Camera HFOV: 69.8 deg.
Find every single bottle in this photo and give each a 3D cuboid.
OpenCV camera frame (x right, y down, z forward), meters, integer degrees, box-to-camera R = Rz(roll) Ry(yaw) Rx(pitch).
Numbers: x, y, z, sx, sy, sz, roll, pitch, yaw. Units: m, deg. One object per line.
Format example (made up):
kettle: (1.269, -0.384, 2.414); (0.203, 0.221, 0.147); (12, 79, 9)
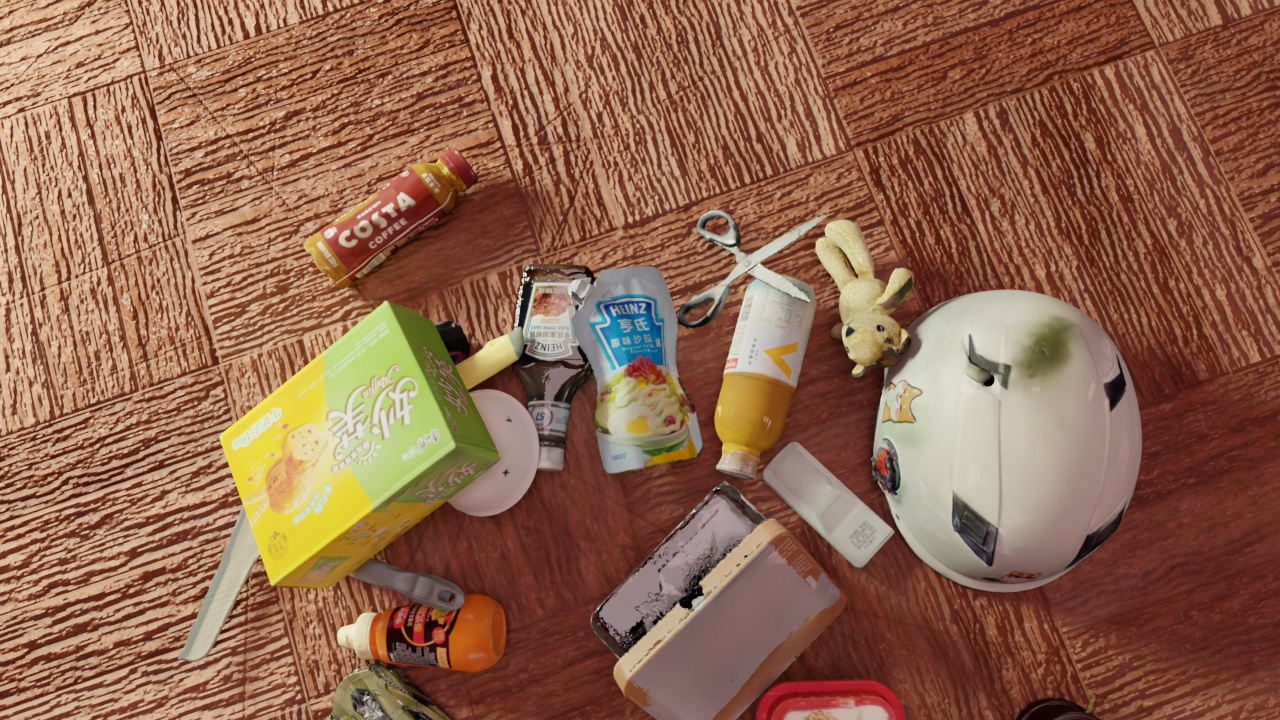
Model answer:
bottle: (-0.197, 0.244, 0.818); (0.149, 0.067, 0.066); (-4, 78, 8)
bottle: (-0.240, -0.142, 0.898); (0.175, 0.057, 0.057); (-37, 80, -6)
bottle: (0.111, 0.015, 0.849); (0.068, 0.068, 0.189); (15, 79, 5)
bottle: (-0.084, 0.006, 0.870); (0.080, 0.044, 0.194); (2, 79, 7)

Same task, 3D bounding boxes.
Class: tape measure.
tape measure: (-0.193, -0.013, 0.869); (0.057, 0.058, 0.039); (-18, 72, -35)

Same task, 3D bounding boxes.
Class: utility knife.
utility knife: (-0.200, 0.031, 0.865); (0.216, 0.022, 0.031); (-28, 78, 3)

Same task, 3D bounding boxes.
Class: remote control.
remote control: (0.171, 0.131, 0.846); (0.125, 0.024, 0.049); (43, 83, 9)

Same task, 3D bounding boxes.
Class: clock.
clock: (0.354, 0.341, 0.781); (0.122, 0.055, 0.082); (-32, 79, -3)

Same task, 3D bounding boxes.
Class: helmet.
helmet: (0.326, 0.061, 0.789); (0.230, 0.157, 0.273); (3, 78, 3)

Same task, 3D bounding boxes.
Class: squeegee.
squeegee: (-0.260, 0.184, 0.829); (0.247, 0.039, 0.246); (12, 73, 19)

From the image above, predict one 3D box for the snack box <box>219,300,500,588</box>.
snack box: (-0.245, 0.074, 0.788); (0.210, 0.070, 0.157); (-37, 64, 11)

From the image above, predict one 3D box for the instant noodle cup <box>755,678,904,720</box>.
instant noodle cup: (0.151, 0.319, 0.756); (0.116, 0.124, 0.116); (-2, 79, 1)

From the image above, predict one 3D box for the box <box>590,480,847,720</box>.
box: (0.061, 0.210, 0.756); (0.182, 0.174, 0.152); (-44, 79, -8)

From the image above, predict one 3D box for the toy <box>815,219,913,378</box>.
toy: (0.201, -0.061, 0.848); (0.066, 0.105, 0.157); (14, 50, -34)

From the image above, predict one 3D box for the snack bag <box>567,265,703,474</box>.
snack bag: (-0.005, 0.005, 0.854); (0.110, 0.039, 0.191); (-9, 82, -22)

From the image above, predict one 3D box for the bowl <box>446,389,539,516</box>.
bowl: (-0.158, 0.081, 0.827); (0.118, 0.064, 0.118); (-4, 80, 21)

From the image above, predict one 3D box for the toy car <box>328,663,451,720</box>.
toy car: (-0.201, 0.332, 0.807); (0.158, 0.042, 0.070); (36, 82, 6)

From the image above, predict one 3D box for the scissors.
scissors: (0.096, -0.085, 0.851); (0.159, 0.014, 0.179); (-57, 41, 13)
